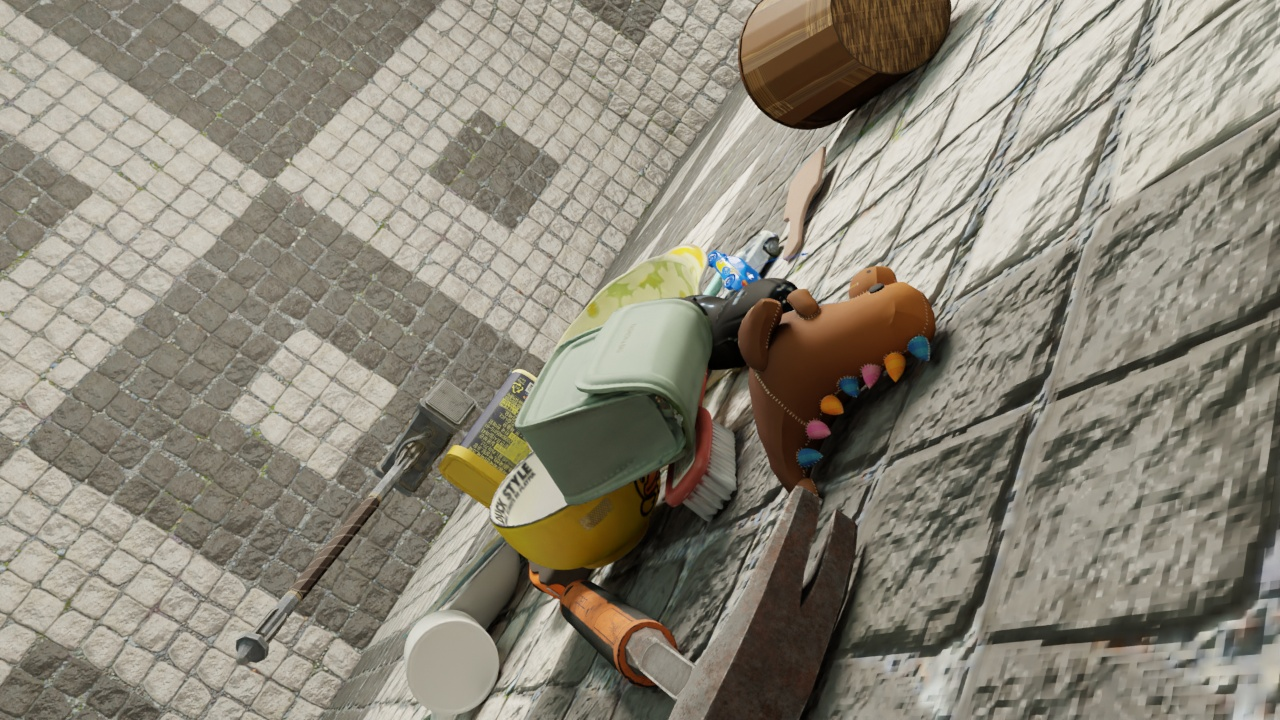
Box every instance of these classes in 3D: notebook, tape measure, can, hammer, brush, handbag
[{"bbox_3d":[-0.136,0.176,0.968,0.182,0.009,0.252,-49,-3,35],"label":"notebook"},{"bbox_3d":[-0.057,0.154,0.698,0.059,0.038,0.058,-15,40,58],"label":"tape measure"},{"bbox_3d":[-0.095,0.090,0.833,0.104,0.135,0.075,-57,7,-29],"label":"can"},{"bbox_3d":[0.004,0.124,0.440,0.137,0.035,0.315,-58,7,-13],"label":"hammer"},{"bbox_3d":[0.136,-0.125,0.762,0.050,0.015,0.135,-50,15,44],"label":"brush"},{"bbox_3d":[-0.011,0.017,0.559,0.106,0.067,0.121,-24,21,22],"label":"handbag"},{"bbox_3d":[0.039,0.045,0.568,0.041,0.030,0.172,-54,9,19],"label":"brush"},{"bbox_3d":[-0.218,0.123,0.710,0.099,0.044,0.321,-51,6,25],"label":"hammer"}]

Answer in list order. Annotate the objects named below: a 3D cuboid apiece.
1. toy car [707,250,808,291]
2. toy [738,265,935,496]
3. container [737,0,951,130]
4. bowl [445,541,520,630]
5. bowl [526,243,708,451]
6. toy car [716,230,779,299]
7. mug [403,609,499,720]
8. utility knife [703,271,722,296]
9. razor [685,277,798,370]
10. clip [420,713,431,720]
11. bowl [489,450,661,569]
[{"bbox_3d":[0.093,-0.079,0.724,0.062,0.033,0.092,-48,31,14],"label":"toy car"},{"bbox_3d":[0.088,0.012,0.398,0.090,0.070,0.102,-32,45,41],"label":"toy"},{"bbox_3d":[0.171,-0.275,0.772,0.132,0.132,0.167,-56,13,-2],"label":"container"},{"bbox_3d":[-0.165,0.246,0.909,0.149,0.043,0.149,-48,-2,-2],"label":"bowl"},{"bbox_3d":[-0.005,0.005,0.774,0.219,0.060,0.188,-49,29,5],"label":"bowl"},{"bbox_3d":[0.087,-0.074,0.788,0.090,0.027,0.039,-56,9,-1],"label":"toy car"},{"bbox_3d":[-0.164,0.271,0.774,0.091,0.073,0.110,148,129,-72],"label":"mug"},{"bbox_3d":[0.044,-0.024,0.914,0.166,0.015,0.022,-58,8,7],"label":"utility knife"},{"bbox_3d":[0.062,-0.029,0.614,0.053,0.063,0.141,-59,7,-16],"label":"razor"},{"bbox_3d":[-0.194,0.344,0.795,0.042,0.023,0.075,-43,16,53],"label":"clip"},{"bbox_3d":[-0.035,0.095,0.614,0.117,0.067,0.117,-29,19,11],"label":"bowl"}]
